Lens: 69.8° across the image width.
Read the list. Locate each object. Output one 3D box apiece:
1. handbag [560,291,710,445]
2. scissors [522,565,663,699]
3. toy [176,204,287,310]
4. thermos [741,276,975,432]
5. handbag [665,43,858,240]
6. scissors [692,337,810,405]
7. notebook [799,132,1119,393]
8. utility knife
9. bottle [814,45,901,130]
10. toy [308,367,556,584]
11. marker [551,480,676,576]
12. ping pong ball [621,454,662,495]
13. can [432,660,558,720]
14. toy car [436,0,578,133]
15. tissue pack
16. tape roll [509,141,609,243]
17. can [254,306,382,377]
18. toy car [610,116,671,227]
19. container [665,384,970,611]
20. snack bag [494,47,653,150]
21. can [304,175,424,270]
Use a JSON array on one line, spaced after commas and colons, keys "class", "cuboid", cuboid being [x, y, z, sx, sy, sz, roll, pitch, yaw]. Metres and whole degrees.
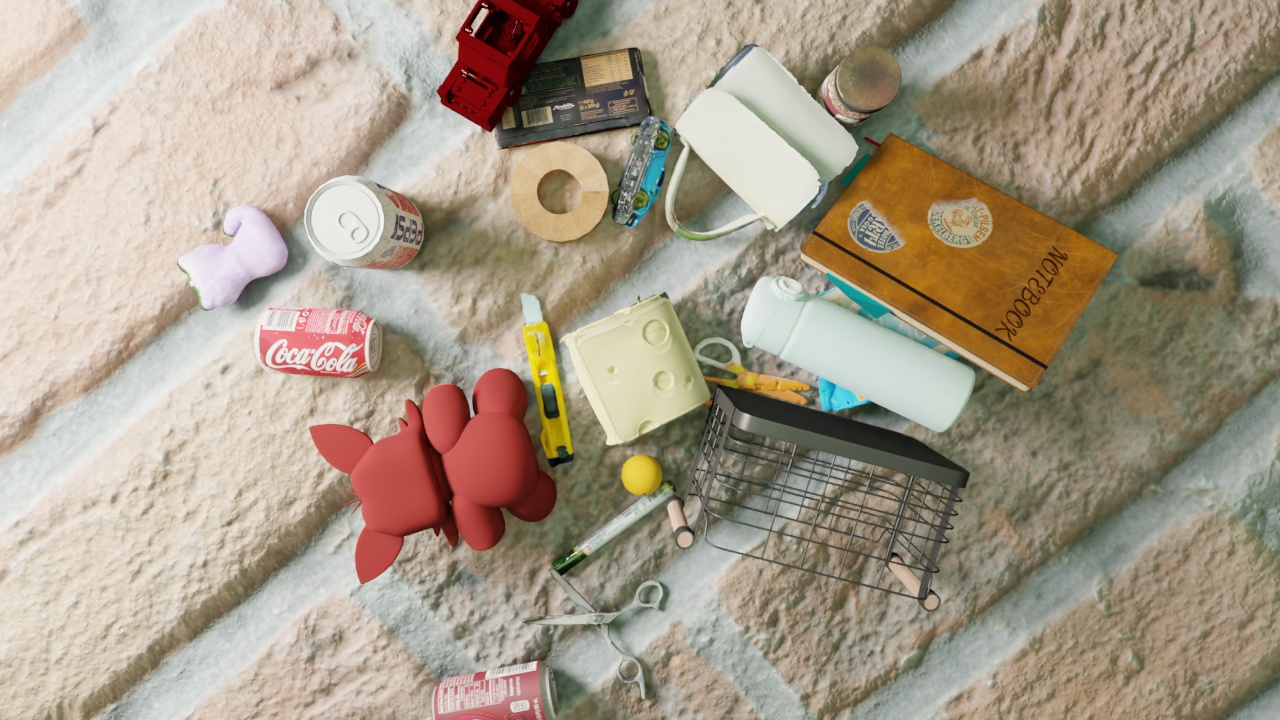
[{"class": "handbag", "cuboid": [-0.005, 0.005, 0.870, 0.111, 0.081, 0.119, -25, 92, -2]}, {"class": "scissors", "cuboid": [-0.037, 0.271, 0.918, 0.141, 0.014, 0.171, -20, 99, -8]}, {"class": "toy", "cuboid": [-0.391, -0.101, 0.879, 0.099, 0.036, 0.080, -31, 85, -3]}, {"class": "thermos", "cuboid": [0.189, -0.008, 0.821, 0.207, 0.065, 0.078, 26, 137, 4]}, {"class": "handbag", "cuboid": [0.095, -0.184, 0.861, 0.151, 0.074, 0.176, 45, 93, -4]}, {"class": "scissors", "cuboid": [0.110, 0.013, 0.908, 0.131, 0.012, 0.073, 7, 96, -1]}, {"class": "notebook", "cuboid": [0.274, -0.093, 0.830, 0.249, 0.014, 0.178, 34, 73, 16]}, {"class": "utility knife", "cuboid": [-0.095, 0.019, 0.904, 0.030, 0.017, 0.175, -12, 92, -9]}, {"class": "bottle", "cuboid": [0.197, -0.247, 0.841, 0.056, 0.105, 0.056, 0, 94, -1]}, {"class": "toy", "cuboid": [-0.186, 0.104, 0.857, 0.197, 0.120, 0.158, -17, 97, -9]}, {"class": "marker", "cuboid": [-0.026, 0.167, 0.914, 0.146, 0.017, 0.017, -36, 94, 2]}, {"class": "ping pong ball", "cuboid": [0.002, 0.112, 0.899, 0.040, 0.040, 0.040, 0, 94, -1]}, {"class": "can", "cuboid": [-0.142, 0.337, 0.903, 0.114, 0.063, 0.063, -11, 95, 0]}, {"class": "toy car", "cuboid": [-0.120, -0.301, 0.842, 0.070, 0.062, 0.169, 31, 86, 4]}, {"class": "tissue pack", "cuboid": [0.252, -0.038, 0.881, 0.209, 0.066, 0.117, -24, 93, 3]}, {"class": "tape roll", "cuboid": [-0.077, -0.161, 0.882, 0.094, 0.027, 0.094, 0, 95, -1]}, {"class": "can", "cuboid": [-0.304, -0.017, 0.871, 0.105, 0.064, 0.064, 3, 94, -1]}, {"class": "toy car", "cuboid": [0.004, -0.177, 0.871, 0.032, 0.048, 0.105, 13, 100, -31]}, {"class": "container", "cuboid": [0.158, 0.121, 0.836, 0.241, 0.162, 0.130, 15, 97, -5]}, {"class": "snack bag", "cuboid": [-0.069, -0.252, 0.879, 0.155, 0.018, 0.074, -9, 94, -1]}, {"class": "can", "cuboid": [-0.247, -0.122, 0.828, 0.078, 0.136, 0.078, 0, 94, -1]}]
